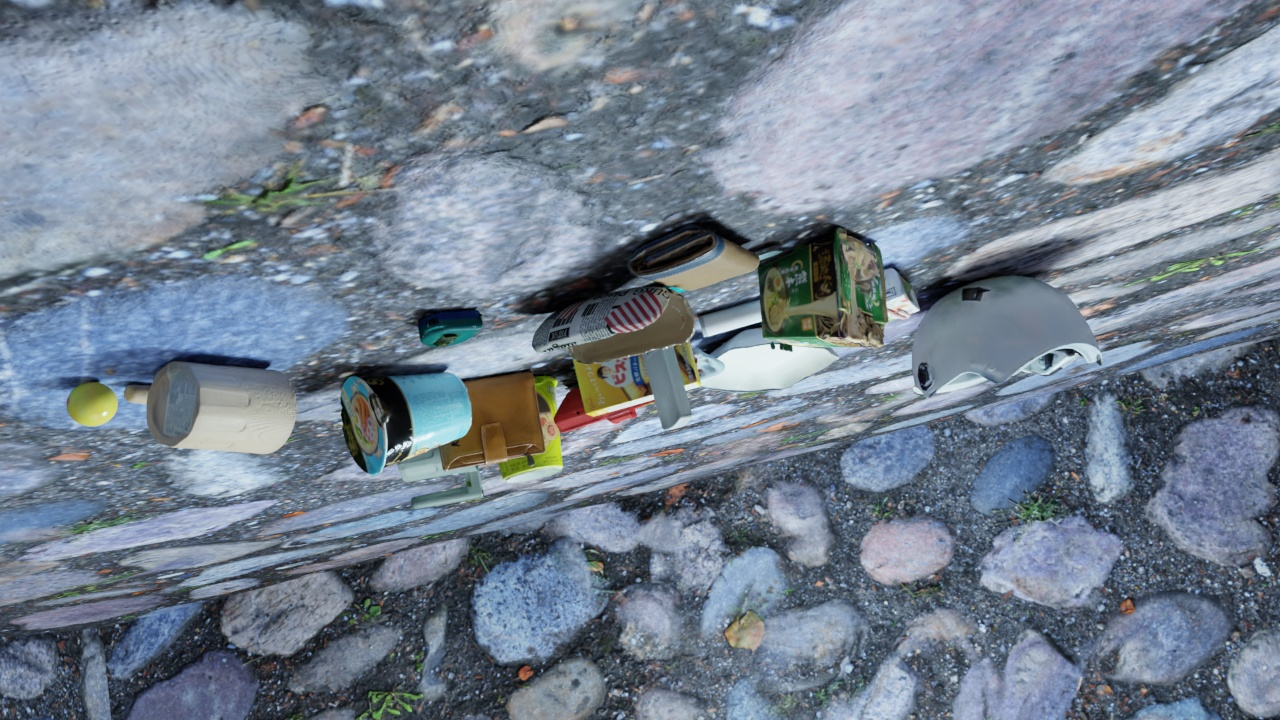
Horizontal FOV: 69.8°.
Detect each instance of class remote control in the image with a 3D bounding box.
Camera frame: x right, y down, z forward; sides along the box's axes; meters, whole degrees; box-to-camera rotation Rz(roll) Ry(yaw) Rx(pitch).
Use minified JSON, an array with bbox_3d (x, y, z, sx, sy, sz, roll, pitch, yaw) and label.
[{"bbox_3d":[0.025,0.009,1.023,0.019,0.135,0.056,-10,165,-23],"label":"remote control"}]

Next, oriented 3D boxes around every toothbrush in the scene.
[{"bbox_3d":[0.178,-0.070,1.088,0.221,0.026,0.026,-16,177,7],"label":"toothbrush"}]

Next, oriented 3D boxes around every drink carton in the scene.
[{"bbox_3d":[0.309,-0.078,1.143,0.054,0.045,0.122,-21,165,23],"label":"drink carton"}]

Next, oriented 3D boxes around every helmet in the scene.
[{"bbox_3d":[0.483,-0.037,1.269,0.228,0.146,0.259,-9,173,-16],"label":"helmet"}]

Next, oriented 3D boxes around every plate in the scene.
[{"bbox_3d":[0.163,0.000,1.270,0.162,0.034,0.266,4,165,-13],"label":"plate"}]

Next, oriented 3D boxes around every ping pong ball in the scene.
[{"bbox_3d":[-0.497,0.040,0.832,0.040,0.040,0.040,-13,166,-3],"label":"ping pong ball"}]

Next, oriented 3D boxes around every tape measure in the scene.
[{"bbox_3d":[-0.187,-0.029,0.893,0.058,0.025,0.055,-4,162,-33],"label":"tape measure"}]

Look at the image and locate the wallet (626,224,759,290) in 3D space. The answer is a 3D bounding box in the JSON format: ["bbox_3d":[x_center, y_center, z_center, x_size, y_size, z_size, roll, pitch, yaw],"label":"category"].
[{"bbox_3d":[0.053,-0.093,0.863,0.090,0.033,0.115,-18,167,27],"label":"wallet"}]

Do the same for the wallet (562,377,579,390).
[{"bbox_3d":[-0.046,0.034,1.301,0.096,0.020,0.122,-13,167,14],"label":"wallet"}]

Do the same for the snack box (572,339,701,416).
[{"bbox_3d":[-0.006,0.006,1.082,0.140,0.087,0.033,-16,166,12],"label":"snack box"}]

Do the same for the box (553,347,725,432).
[{"bbox_3d":[-0.003,0.036,1.190,0.202,0.069,0.157,-21,180,28],"label":"box"}]

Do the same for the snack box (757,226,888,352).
[{"bbox_3d":[0.187,-0.067,0.967,0.106,0.117,0.118,-9,169,35],"label":"snack box"}]

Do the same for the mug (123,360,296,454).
[{"bbox_3d":[-0.411,0.042,0.875,0.125,0.084,0.103,9,178,30],"label":"mug"}]

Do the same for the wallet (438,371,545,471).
[{"bbox_3d":[-0.188,0.081,1.138,0.130,0.119,0.035,-9,172,-21],"label":"wallet"}]

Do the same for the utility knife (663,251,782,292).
[{"bbox_3d":[0.058,-0.083,0.943,0.185,0.013,0.029,-17,169,20],"label":"utility knife"}]

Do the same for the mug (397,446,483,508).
[{"bbox_3d":[-0.283,0.143,1.291,0.103,0.124,0.083,-10,-176,-5],"label":"mug"}]

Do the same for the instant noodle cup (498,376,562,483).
[{"bbox_3d":[-0.152,0.095,1.217,0.111,0.123,0.112,-13,166,-3],"label":"instant noodle cup"}]

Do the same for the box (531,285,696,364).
[{"bbox_3d":[-0.031,-0.028,0.913,0.162,0.075,0.086,-9,-164,36],"label":"box"}]

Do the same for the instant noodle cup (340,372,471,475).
[{"bbox_3d":[-0.259,0.062,1.037,0.120,0.111,0.111,-12,169,-40],"label":"instant noodle cup"}]
